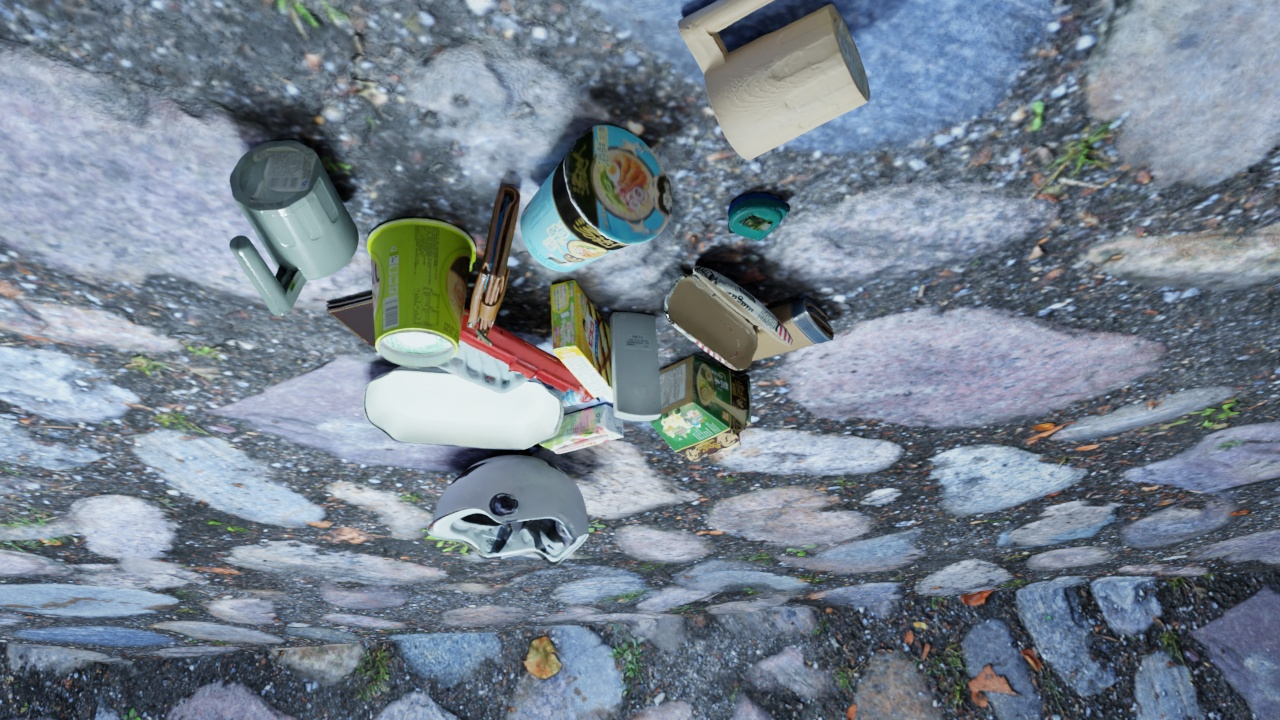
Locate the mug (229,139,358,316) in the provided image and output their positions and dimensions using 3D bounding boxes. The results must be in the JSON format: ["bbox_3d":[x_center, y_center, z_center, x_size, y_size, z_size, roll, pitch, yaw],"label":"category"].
[{"bbox_3d":[-0.314,-0.117,0.816,0.084,0.123,0.103,12,152,8],"label":"mug"}]

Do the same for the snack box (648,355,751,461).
[{"bbox_3d":[0.073,0.057,1.247,0.118,0.117,0.105,-25,135,32],"label":"snack box"}]

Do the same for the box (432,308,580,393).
[{"bbox_3d":[-0.177,-0.010,1.078,0.158,0.069,0.201,-3,158,37],"label":"box"}]

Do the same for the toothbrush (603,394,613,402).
[{"bbox_3d":[-0.045,0.035,1.264,0.026,0.026,0.221,1,156,15],"label":"toothbrush"}]

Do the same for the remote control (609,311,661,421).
[{"bbox_3d":[-0.006,0.006,1.085,0.056,0.135,0.019,4,155,-17],"label":"remote control"}]

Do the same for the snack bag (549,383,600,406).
[{"bbox_3d":[-0.108,0.051,1.287,0.105,0.026,0.045,-11,156,19],"label":"snack bag"}]

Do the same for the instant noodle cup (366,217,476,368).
[{"bbox_3d":[-0.224,-0.063,0.932,0.111,0.123,0.112,-3,154,-2],"label":"instant noodle cup"}]

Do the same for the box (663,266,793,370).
[{"bbox_3d":[0.104,-0.046,1.044,0.162,0.075,0.086,36,160,-36],"label":"box"}]

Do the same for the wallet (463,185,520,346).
[{"bbox_3d":[-0.146,-0.087,0.899,0.035,0.118,0.131,9,152,-12],"label":"wallet"}]

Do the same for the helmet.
[{"bbox_3d":[-0.209,0.234,1.513,0.258,0.145,0.230,9,151,-7],"label":"helmet"}]

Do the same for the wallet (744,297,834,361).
[{"bbox_3d":[0.172,-0.036,1.139,0.115,0.033,0.090,-18,148,29],"label":"wallet"}]

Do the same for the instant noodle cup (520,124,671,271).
[{"bbox_3d":[-0.049,-0.136,0.836,0.111,0.111,0.121,13,157,-30],"label":"instant noodle cup"}]

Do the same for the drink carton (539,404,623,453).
[{"bbox_3d":[-0.089,0.106,1.380,0.123,0.045,0.053,-17,152,26],"label":"drink carton"}]

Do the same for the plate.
[{"bbox_3d":[-0.237,0.058,1.244,0.265,0.034,0.162,4,139,-9],"label":"plate"}]

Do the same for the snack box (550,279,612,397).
[{"bbox_3d":[-0.066,-0.023,1.074,0.034,0.086,0.140,-12,152,15],"label":"snack box"}]

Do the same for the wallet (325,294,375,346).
[{"bbox_3d":[-0.287,-0.051,1.068,0.122,0.020,0.096,-11,149,17],"label":"wallet"}]

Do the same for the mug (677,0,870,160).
[{"bbox_3d":[0.104,-0.229,0.701,0.104,0.084,0.124,-20,123,27],"label":"mug"}]

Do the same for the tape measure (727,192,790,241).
[{"bbox_3d":[0.115,-0.144,0.921,0.054,0.025,0.058,9,150,-26],"label":"tape measure"}]
